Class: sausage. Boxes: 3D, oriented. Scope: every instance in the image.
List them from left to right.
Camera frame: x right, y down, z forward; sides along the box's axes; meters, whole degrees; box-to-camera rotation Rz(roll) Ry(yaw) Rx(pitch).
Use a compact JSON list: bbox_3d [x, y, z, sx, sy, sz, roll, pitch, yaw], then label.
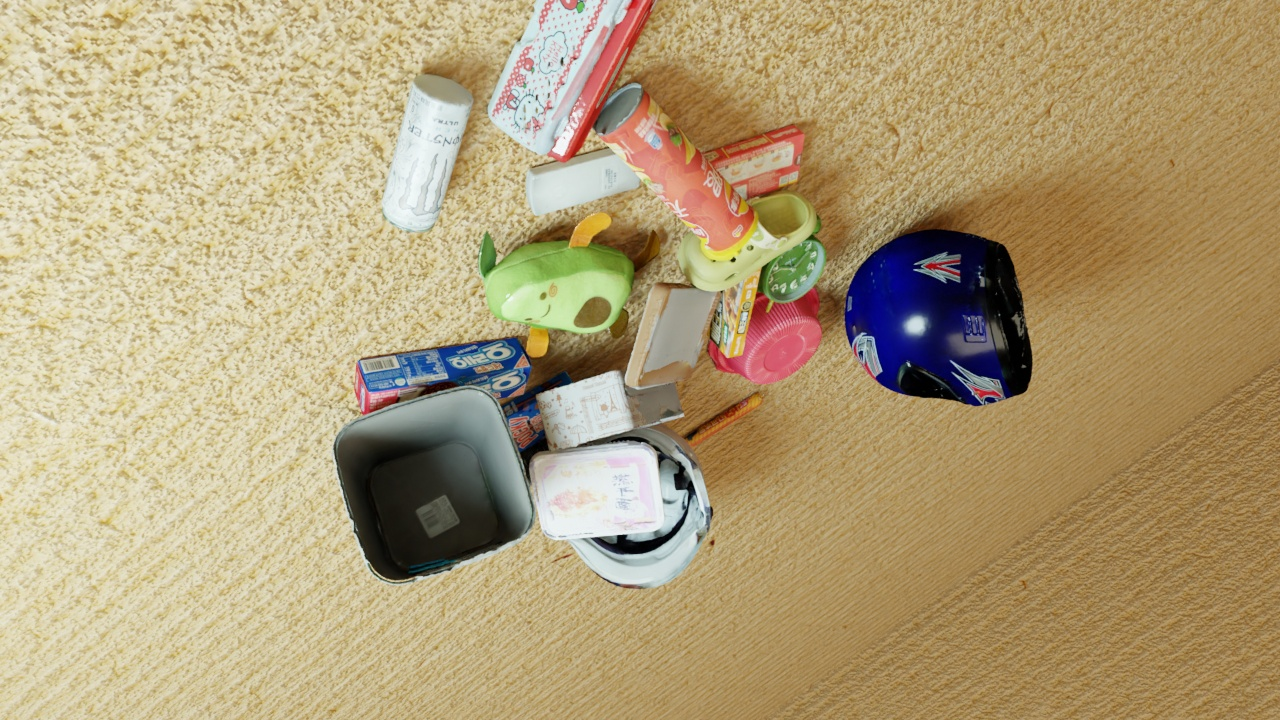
[{"bbox_3d":[0.136,0.100,1.515,0.165,0.021,0.021,-32,143,-2],"label":"sausage"}]

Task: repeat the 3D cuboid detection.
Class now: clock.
[{"bbox_3d":[0.194,-0.146,1.244,0.116,0.056,0.161,-31,139,-11],"label":"clock"}]

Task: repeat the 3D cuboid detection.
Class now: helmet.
[{"bbox_3d":[-0.009,0.198,1.386,0.229,0.145,0.259,-9,112,6],"label":"helmet"},{"bbox_3d":[0.439,-0.053,1.379,0.241,0.246,0.315,-5,150,32],"label":"helmet"}]

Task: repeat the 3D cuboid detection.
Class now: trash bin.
[{"bbox_3d":[-0.251,0.165,1.120,0.198,0.198,0.220,-17,168,-17],"label":"trash bin"}]

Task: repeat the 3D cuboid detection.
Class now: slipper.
[{"bbox_3d":[0.133,-0.162,1.130,0.190,0.091,0.082,-28,159,-11],"label":"slipper"}]

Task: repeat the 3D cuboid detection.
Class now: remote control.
[{"bbox_3d":[-0.063,-0.204,1.027,0.135,0.019,0.056,-19,141,-18],"label":"remote control"}]

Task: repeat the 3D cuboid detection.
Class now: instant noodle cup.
[{"bbox_3d":[-0.057,0.169,1.264,0.173,0.060,0.138,-7,112,4],"label":"instant noodle cup"},{"bbox_3d":[0.201,-0.030,1.380,0.193,0.066,0.194,-20,142,-16],"label":"instant noodle cup"}]

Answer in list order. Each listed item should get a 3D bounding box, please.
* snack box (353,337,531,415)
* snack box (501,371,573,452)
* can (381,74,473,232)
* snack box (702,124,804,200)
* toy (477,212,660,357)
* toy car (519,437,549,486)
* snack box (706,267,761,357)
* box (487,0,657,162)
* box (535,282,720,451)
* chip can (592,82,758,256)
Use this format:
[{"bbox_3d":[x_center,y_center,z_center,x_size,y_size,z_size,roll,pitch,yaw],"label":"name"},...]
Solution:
[{"bbox_3d":[-0.238,0.021,1.121,0.207,0.057,0.058,-10,140,-29],"label":"snack box"},{"bbox_3d":[-0.155,0.082,1.275,0.157,0.026,0.085,-29,143,-6],"label":"snack box"},{"bbox_3d":[-0.209,-0.199,0.892,0.058,0.058,0.147,-2,133,-35],"label":"can"},{"bbox_3d":[0.128,-0.233,1.129,0.152,0.025,0.075,-21,142,-16],"label":"snack box"},{"bbox_3d":[-0.082,-0.086,1.087,0.246,0.090,0.228,-4,133,-39],"label":"toy"},{"bbox_3d":[-0.167,0.159,1.331,0.121,0.054,0.037,-36,142,4],"label":"toy car"},{"bbox_3d":[0.121,-0.086,1.231,0.026,0.075,0.154,-12,130,-25],"label":"snack box"},{"bbox_3d":[-0.067,-0.302,0.890,0.101,0.095,0.202,30,117,-5],"label":"box"},{"bbox_3d":[0.000,0.018,1.174,0.273,0.130,0.178,-47,164,21],"label":"box"},{"bbox_3d":[0.043,-0.206,1.011,0.073,0.073,0.216,-42,125,11],"label":"chip can"}]
